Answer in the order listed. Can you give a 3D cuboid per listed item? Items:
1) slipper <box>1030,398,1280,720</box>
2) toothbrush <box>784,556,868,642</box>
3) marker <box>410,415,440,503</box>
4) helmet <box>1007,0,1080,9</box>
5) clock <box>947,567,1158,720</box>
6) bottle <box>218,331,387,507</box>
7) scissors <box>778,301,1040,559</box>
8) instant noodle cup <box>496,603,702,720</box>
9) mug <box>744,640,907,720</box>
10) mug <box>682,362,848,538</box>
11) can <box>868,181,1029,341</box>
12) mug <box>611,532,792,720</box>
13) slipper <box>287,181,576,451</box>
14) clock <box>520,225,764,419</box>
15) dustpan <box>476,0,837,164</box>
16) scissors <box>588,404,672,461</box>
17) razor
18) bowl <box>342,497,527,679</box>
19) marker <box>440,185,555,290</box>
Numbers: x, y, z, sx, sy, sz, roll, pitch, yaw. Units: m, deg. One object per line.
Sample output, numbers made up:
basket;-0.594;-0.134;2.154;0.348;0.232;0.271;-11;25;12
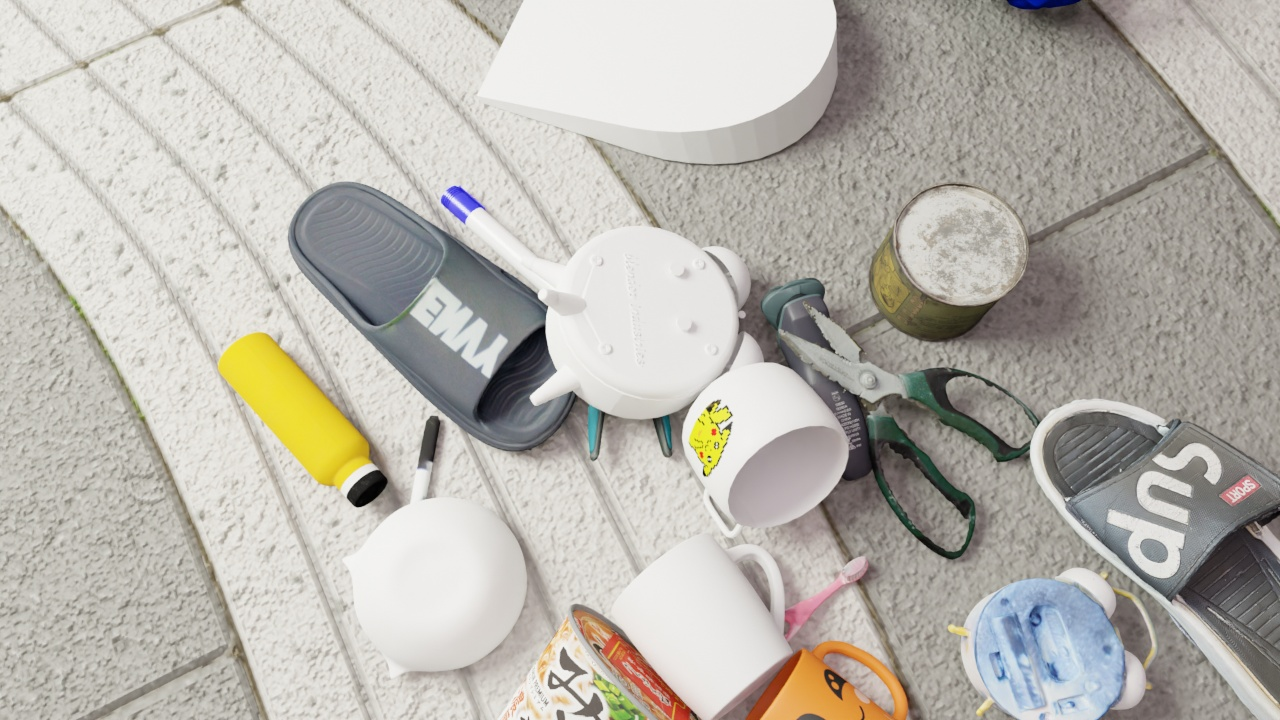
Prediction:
slipper;0.370;0.124;0.584;0.111;0.063;0.264;-35;78;-9
toothbrush;0.098;0.172;0.602;0.135;0.016;0.021;-37;62;-9
marker;-0.157;0.111;0.635;0.011;0.011;0.152;6;74;4
helmet;0.324;-0.364;0.648;0.148;0.228;0.241;31;75;-6
clock;0.263;0.180;0.575;0.125;0.052;0.088;-13;72;-2
bottle;-0.234;0.043;0.642;0.043;0.043;0.143;-44;76;-11
scissors;0.164;0.049;0.614;0.209;0.015;0.137;27;81;-7
instant noodle cup;-0.037;0.233;0.544;0.123;0.123;0.121;42;88;13
mug;0.124;0.226;0.562;0.096;0.078;0.112;37;47;12
mug;0.075;0.062;0.598;0.094;0.116;0.068;9;31;-33
can;0.212;-0.067;0.641;0.090;0.075;0.089;0;73;0
mug;0.052;0.161;0.576;0.114;0.081;0.087;-24;61;-34
slipper;-0.151;-0.050;0.648;0.268;0.083;0.110;39;76;14
clock;0.005;-0.029;0.619;0.160;0.073;0.125;0;69;-17
dustpan;0.027;-0.252;0.735;0.258;0.053;0.191;16;74;19
scissors;-0.011;0.008;0.655;0.126;0.019;0.154;37;71;7
razor;0.126;0.013;0.635;0.047;0.052;0.142;-17;78;-9
bowl;-0.132;0.143;0.595;0.114;0.051;0.114;1;75;-5
marker;-0.094;-0.082;0.687;0.141;0.020;0.020;41;79;13
